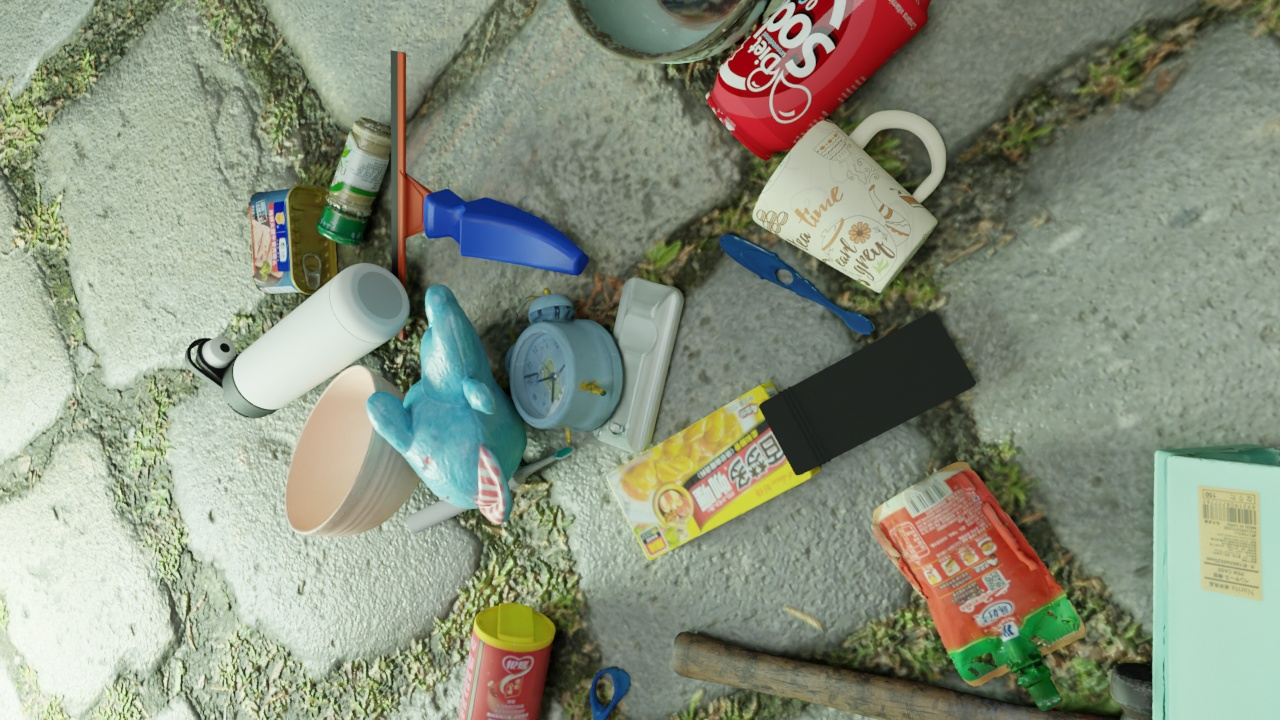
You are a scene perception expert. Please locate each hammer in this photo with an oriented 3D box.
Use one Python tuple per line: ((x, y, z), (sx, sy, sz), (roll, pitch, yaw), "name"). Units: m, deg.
((0.174, 0.243, 0.635), (0.331, 0.033, 0.120), (3, 97, 28), "hammer")

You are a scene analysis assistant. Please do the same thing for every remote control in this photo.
((0.152, 0.024, 0.621), (0.133, 0.013, 0.058), (-29, 81, 13), "remote control")
((-0.004, 0.004, 0.710), (0.050, 0.022, 0.133), (18, 102, 25), "remote control")

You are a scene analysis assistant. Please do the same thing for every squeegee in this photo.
((-0.123, -0.106, 0.744), (0.185, 0.055, 0.250), (22, 121, 24), "squeegee")

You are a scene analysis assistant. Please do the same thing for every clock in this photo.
((-0.067, 0.002, 0.718), (0.124, 0.051, 0.089), (55, 127, 31), "clock")

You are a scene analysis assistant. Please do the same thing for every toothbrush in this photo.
((0.110, -0.055, 0.652), (0.132, 0.016, 0.021), (36, 108, 23), "toothbrush")
((-0.129, 0.109, 0.784), (0.188, 0.019, 0.018), (-27, 75, 26), "toothbrush")

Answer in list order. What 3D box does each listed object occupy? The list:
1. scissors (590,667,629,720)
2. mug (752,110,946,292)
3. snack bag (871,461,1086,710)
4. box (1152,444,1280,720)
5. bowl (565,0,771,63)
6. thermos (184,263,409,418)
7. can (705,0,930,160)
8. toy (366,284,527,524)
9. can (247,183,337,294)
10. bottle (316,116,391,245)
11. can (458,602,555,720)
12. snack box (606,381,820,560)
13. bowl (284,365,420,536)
((-0.038, 0.306, 0.742), (0.130, 0.014, 0.117), (-24, 64, 23), "scissors")
((0.150, -0.112, 0.604), (0.097, 0.081, 0.122), (39, 84, 11), "mug")
((0.216, 0.146, 0.583), (0.087, 0.044, 0.155), (-40, 67, 27), "snack bag")
((0.331, 0.144, 0.496), (0.077, 0.091, 0.188), (-1, 94, -6), "box")
((0.034, -0.276, 0.626), (0.160, 0.093, 0.160), (2, 95, 27), "bowl")
((-0.311, -0.022, 0.820), (0.231, 0.068, 0.101), (-27, 114, 34), "thermos")
((0.115, -0.204, 0.602), (0.143, 0.074, 0.074), (-42, 76, 24), "can")
((-0.151, 0.034, 0.710), (0.183, 0.114, 0.181), (-131, 27, -51), "toy")
((-0.322, -0.109, 0.847), (0.059, 0.053, 0.100), (-1, 93, 28), "can")
((-0.250, -0.158, 0.813), (0.043, 0.042, 0.110), (31, 107, 22), "bottle")
((-0.114, 0.272, 0.764), (0.067, 0.066, 0.124), (16, 101, 25), "can")
((0.052, 0.084, 0.686), (0.153, 0.025, 0.075), (-33, 80, 26), "snack box")
((-0.236, 0.086, 0.794), (0.153, 0.076, 0.152), (-28, 49, 38), "bowl")
